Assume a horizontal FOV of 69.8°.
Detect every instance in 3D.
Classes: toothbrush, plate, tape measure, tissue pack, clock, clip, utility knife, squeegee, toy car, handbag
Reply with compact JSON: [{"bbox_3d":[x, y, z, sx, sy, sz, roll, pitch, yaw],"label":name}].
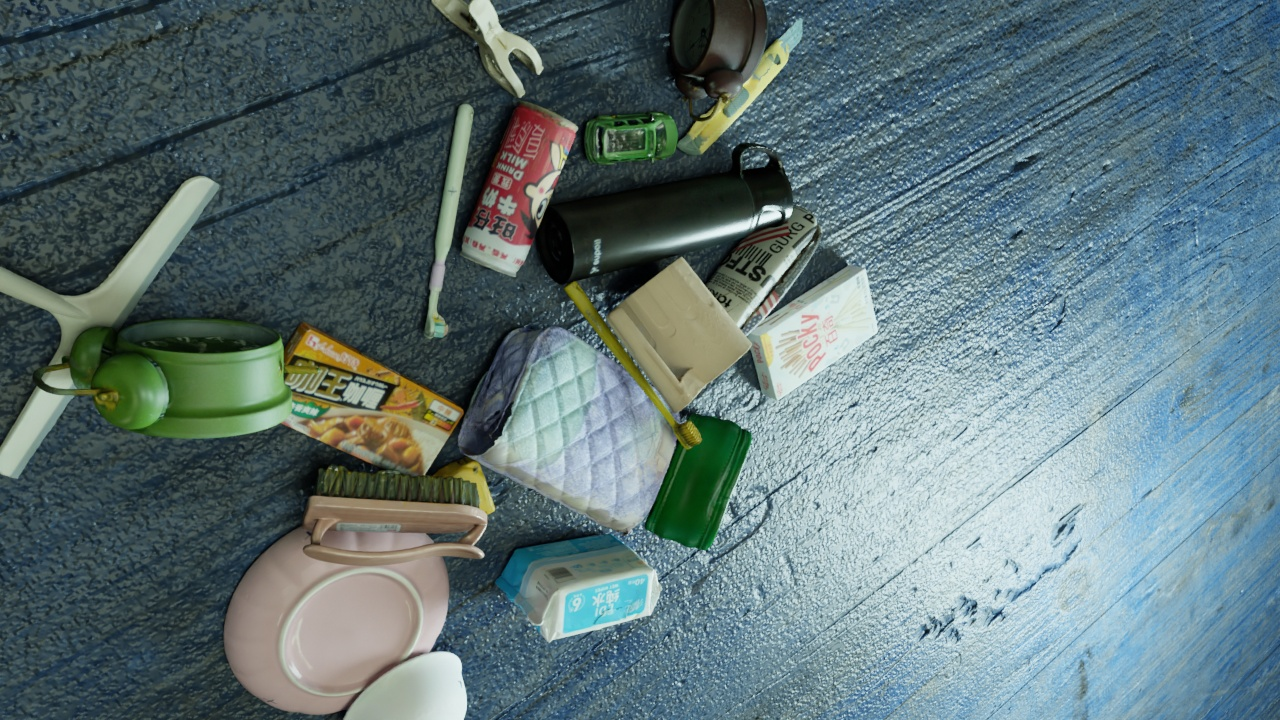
[{"bbox_3d":[-0.154,-0.111,0.742,0.020,0.029,0.190,12,102,5],"label":"toothbrush"},{"bbox_3d":[-0.251,0.224,0.786,0.192,0.039,0.193,-12,113,-30],"label":"plate"},{"bbox_3d":[-0.160,0.121,0.815,0.057,0.029,0.060,-25,119,-23],"label":"tape measure"},{"bbox_3d":[-0.058,0.217,0.881,0.139,0.090,0.063,-4,109,-33],"label":"tissue pack"},{"bbox_3d":[-0.312,0.010,0.615,0.160,0.116,0.056,-7,109,-44],"label":"clock"},{"bbox_3d":[-0.111,-0.246,0.705,0.034,0.060,0.097,-52,138,-7],"label":"clip"},{"bbox_3d":[0.097,-0.256,0.862,0.177,0.019,0.031,-52,133,-13],"label":"utility knife"},{"bbox_3d":[-0.434,-0.074,0.556,0.246,0.039,0.246,36,85,-37],"label":"squeegee"},{"bbox_3d":[-0.005,-0.193,0.801,0.091,0.036,0.043,-15,114,-33],"label":"toy car"},{"bbox_3d":[-0.005,0.005,0.820,0.190,0.017,0.015,53,33,-14],"label":"toothbrush"},{"bbox_3d":[0.060,0.117,0.915,0.068,0.120,0.131,21,94,6],"label":"handbag"},{"bbox_3d":[0.064,-0.268,0.791,0.055,0.082,0.122,0,106,-29],"label":"clock"},{"bbox_3d":[-0.058,0.062,0.828,0.194,0.076,0.134,35,67,-36],"label":"handbag"}]

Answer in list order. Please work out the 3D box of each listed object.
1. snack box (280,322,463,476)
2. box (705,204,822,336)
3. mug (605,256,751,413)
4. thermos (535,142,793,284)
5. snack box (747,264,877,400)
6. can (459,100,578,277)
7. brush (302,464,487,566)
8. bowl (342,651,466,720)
[{"bbox_3d":[-0.225,0.037,0.743,0.153,0.026,0.075,34,86,-37],"label":"snack box"},{"bbox_3d":[0.124,-0.075,0.911,0.163,0.075,0.077,-50,132,-11],"label":"box"},{"bbox_3d":[0.028,-0.022,0.821,0.103,0.084,0.124,52,38,-3],"label":"mug"},{"bbox_3d":[0.027,-0.138,0.822,0.242,0.068,0.090,-19,123,-29],"label":"thermos"},{"bbox_3d":[0.189,-0.032,0.995,0.156,0.027,0.085,-32,122,-21],"label":"snack box"},{"bbox_3d":[-0.100,-0.138,0.746,0.053,0.053,0.133,20,95,-37],"label":"can"},{"bbox_3d":[-0.197,0.130,0.746,0.145,0.063,0.073,8,60,-22],"label":"brush"},{"bbox_3d":[-0.197,0.325,0.818,0.118,0.065,0.118,-29,142,-25],"label":"bowl"}]
